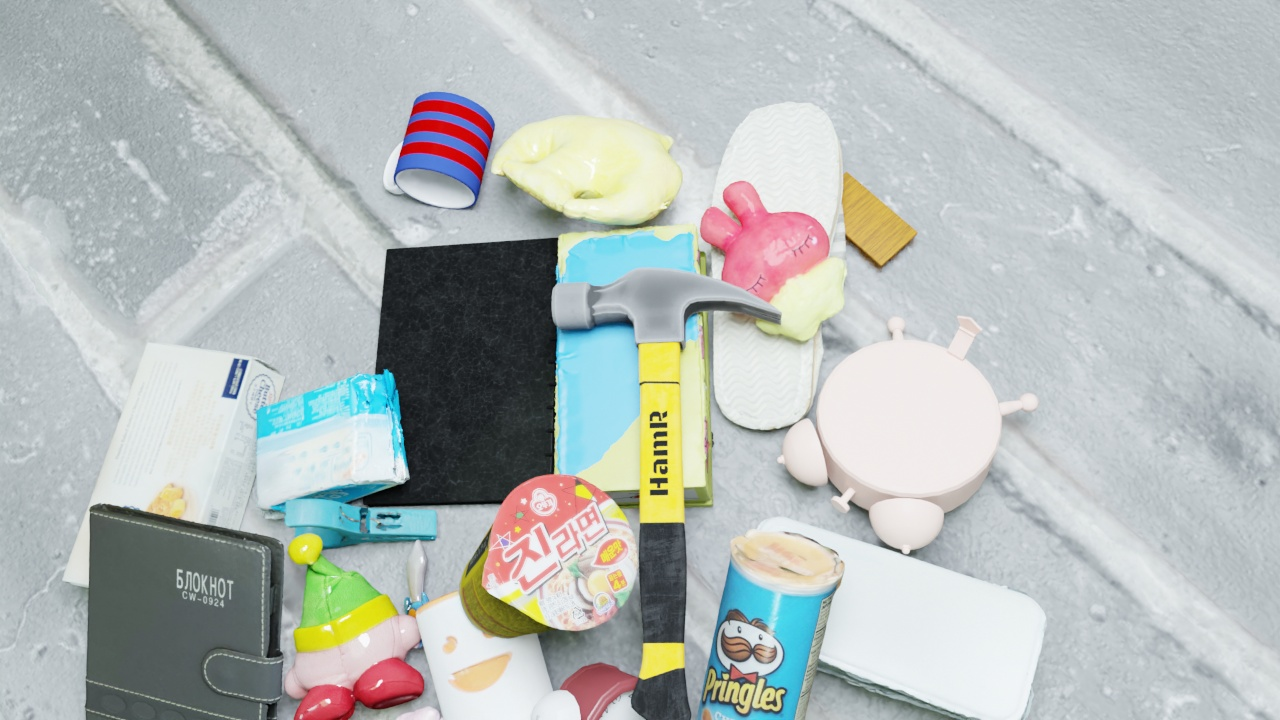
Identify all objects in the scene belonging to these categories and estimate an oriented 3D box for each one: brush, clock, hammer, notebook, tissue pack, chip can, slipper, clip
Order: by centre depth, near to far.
[{"bbox_3d":[0.075,0.228,0.609,0.080,0.079,0.230,13,106,12],"label":"chip can"},{"bbox_3d":[-0.031,0.262,0.639,0.044,0.124,0.087,2,101,47],"label":"clock"},{"bbox_3d":[0.020,0.085,0.650,0.170,0.034,0.324,-2,73,7],"label":"hammer"},{"bbox_3d":[0.195,0.047,0.680,0.131,0.086,0.160,36,78,27],"label":"clock"},{"bbox_3d":[-0.346,0.222,0.694,0.169,0.029,0.209,8,102,13],"label":"notebook"},{"bbox_3d":[-0.236,0.127,0.723,0.120,0.118,0.033,-11,63,17],"label":"clip"},{"bbox_3d":[-0.249,0.071,0.743,0.145,0.061,0.092,-18,68,23],"label":"tissue pack"},{"bbox_3d":[0.111,-0.077,0.755,0.114,0.054,0.272,5,82,14],"label":"slipper"},{"bbox_3d":[0.174,-0.133,0.784,0.048,0.017,0.126,-42,71,-6],"label":"brush"},{"bbox_3d":[-0.145,0.007,0.784,0.169,0.019,0.231,-3,72,8],"label":"notebook"}]

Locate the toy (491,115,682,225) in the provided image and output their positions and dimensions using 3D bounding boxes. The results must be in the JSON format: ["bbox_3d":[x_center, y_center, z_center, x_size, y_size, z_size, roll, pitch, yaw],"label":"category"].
[{"bbox_3d":[-0.036,-0.165,0.780,0.170,0.065,0.154,32,46,32],"label":"toy"}]

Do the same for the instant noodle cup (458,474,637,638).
[{"bbox_3d":[-0.070,0.142,0.618,0.100,0.113,0.100,14,58,-23],"label":"instant noodle cup"}]

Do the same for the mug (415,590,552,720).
[{"bbox_3d":[-0.112,0.223,0.675,0.082,0.082,0.105,-20,71,1],"label":"mug"}]

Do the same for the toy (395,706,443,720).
[{"bbox_3d":[-0.155,0.312,0.672,0.063,0.047,0.110,-24,74,9],"label":"toy"}]

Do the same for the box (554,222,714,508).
[{"bbox_3d":[-0.004,0.004,0.737,0.124,0.079,0.220,-5,69,7],"label":"box"}]

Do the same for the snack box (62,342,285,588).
[{"bbox_3d":[-0.386,0.094,0.769,0.104,0.057,0.207,7,73,11],"label":"snack box"}]

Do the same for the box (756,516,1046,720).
[{"bbox_3d":[0.167,0.180,0.639,0.214,0.063,0.118,14,72,31],"label":"box"}]

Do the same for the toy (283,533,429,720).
[{"bbox_3d":[-0.218,0.199,0.695,0.124,0.097,0.131,-20,59,-3],"label":"toy"}]

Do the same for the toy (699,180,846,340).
[{"bbox_3d":[0.101,-0.078,0.708,0.092,0.045,0.135,-37,78,7],"label":"toy"}]

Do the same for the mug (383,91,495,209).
[{"bbox_3d":[-0.190,-0.186,0.831,0.112,0.075,0.076,-2,69,35],"label":"mug"}]
